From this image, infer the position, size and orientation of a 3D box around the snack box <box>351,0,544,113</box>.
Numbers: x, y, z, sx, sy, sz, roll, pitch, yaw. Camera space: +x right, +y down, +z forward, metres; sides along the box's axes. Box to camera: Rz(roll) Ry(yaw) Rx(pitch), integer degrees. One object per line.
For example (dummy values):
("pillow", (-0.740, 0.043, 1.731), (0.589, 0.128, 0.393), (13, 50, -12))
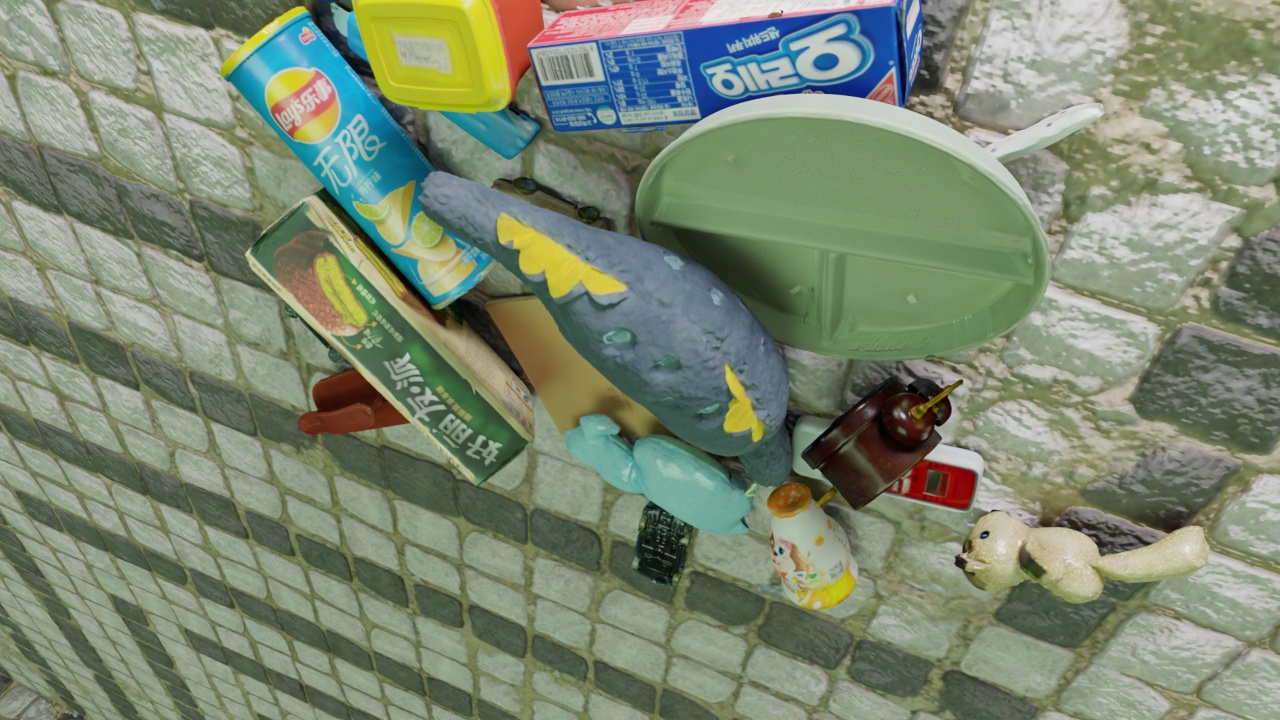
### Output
("snack box", (-0.106, -0.195, 0.532), (0.091, 0.079, 0.082), (10, 134, 21))

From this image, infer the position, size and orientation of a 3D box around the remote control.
("remote control", (0.177, 0.076, 0.671), (0.136, 0.020, 0.056), (12, 135, 19))

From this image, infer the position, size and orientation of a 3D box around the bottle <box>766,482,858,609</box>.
("bottle", (0.133, 0.147, 0.730), (0.063, 0.063, 0.108), (-3, 127, 31))

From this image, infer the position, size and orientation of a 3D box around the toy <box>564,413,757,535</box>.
("toy", (0.022, 0.093, 0.749), (0.157, 0.049, 0.161), (-3, 139, 48))

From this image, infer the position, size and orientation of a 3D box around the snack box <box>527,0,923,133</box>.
("snack box", (0.043, -0.164, 0.494), (0.208, 0.058, 0.057), (3, 131, 27))

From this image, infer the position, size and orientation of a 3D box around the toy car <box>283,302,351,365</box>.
("toy car", (-0.274, -0.036, 0.803), (0.034, 0.042, 0.090), (-32, 116, 15))

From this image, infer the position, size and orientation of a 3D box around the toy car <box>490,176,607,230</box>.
("toy car", (-0.066, -0.093, 0.639), (0.090, 0.035, 0.042), (23, 138, 5))

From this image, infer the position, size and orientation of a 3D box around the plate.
("plate", (0.110, -0.067, 0.523), (0.230, 0.027, 0.230), (15, 154, 7))

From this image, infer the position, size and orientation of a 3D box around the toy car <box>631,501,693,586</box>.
("toy car", (0.021, 0.166, 0.833), (0.049, 0.031, 0.106), (20, 135, 12))

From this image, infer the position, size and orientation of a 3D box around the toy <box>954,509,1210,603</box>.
("toy", (0.302, 0.134, 0.634), (0.157, 0.066, 0.105), (-8, 167, 29))

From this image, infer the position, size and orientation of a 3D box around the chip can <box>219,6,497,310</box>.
("chip can", (-0.188, -0.135, 0.640), (0.071, 0.071, 0.210), (-20, 118, 40))

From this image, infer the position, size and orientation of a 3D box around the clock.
("clock", (0.161, 0.048, 0.604), (0.055, 0.081, 0.122), (51, 122, 13))

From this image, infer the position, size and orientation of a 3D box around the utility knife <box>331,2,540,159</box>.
("utility knife", (-0.139, -0.185, 0.606), (0.161, 0.018, 0.034), (34, 134, 0))

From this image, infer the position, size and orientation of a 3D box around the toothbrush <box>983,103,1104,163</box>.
("toothbrush", (0.167, -0.097, 0.520), (0.188, 0.016, 0.017), (-22, 124, 41))

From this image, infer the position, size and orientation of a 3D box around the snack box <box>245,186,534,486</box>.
("snack box", (-0.180, -0.022, 0.702), (0.063, 0.114, 0.240), (-40, 109, 5))

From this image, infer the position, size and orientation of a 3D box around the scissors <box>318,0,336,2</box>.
("scissors", (-0.162, -0.272, 0.543), (0.126, 0.012, 0.174), (45, 134, -15))

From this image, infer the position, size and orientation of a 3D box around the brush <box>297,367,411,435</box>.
("brush", (-0.260, 0.039, 0.832), (0.146, 0.069, 0.063), (-12, 116, 45))

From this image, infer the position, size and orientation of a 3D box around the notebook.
("notebook", (-0.004, 0.004, 0.713), (0.212, 0.012, 0.149), (-3, 129, 31))

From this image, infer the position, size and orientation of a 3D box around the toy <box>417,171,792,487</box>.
("toy", (0.022, -0.003, 0.581), (0.138, 0.091, 0.356), (8, 154, 50))
